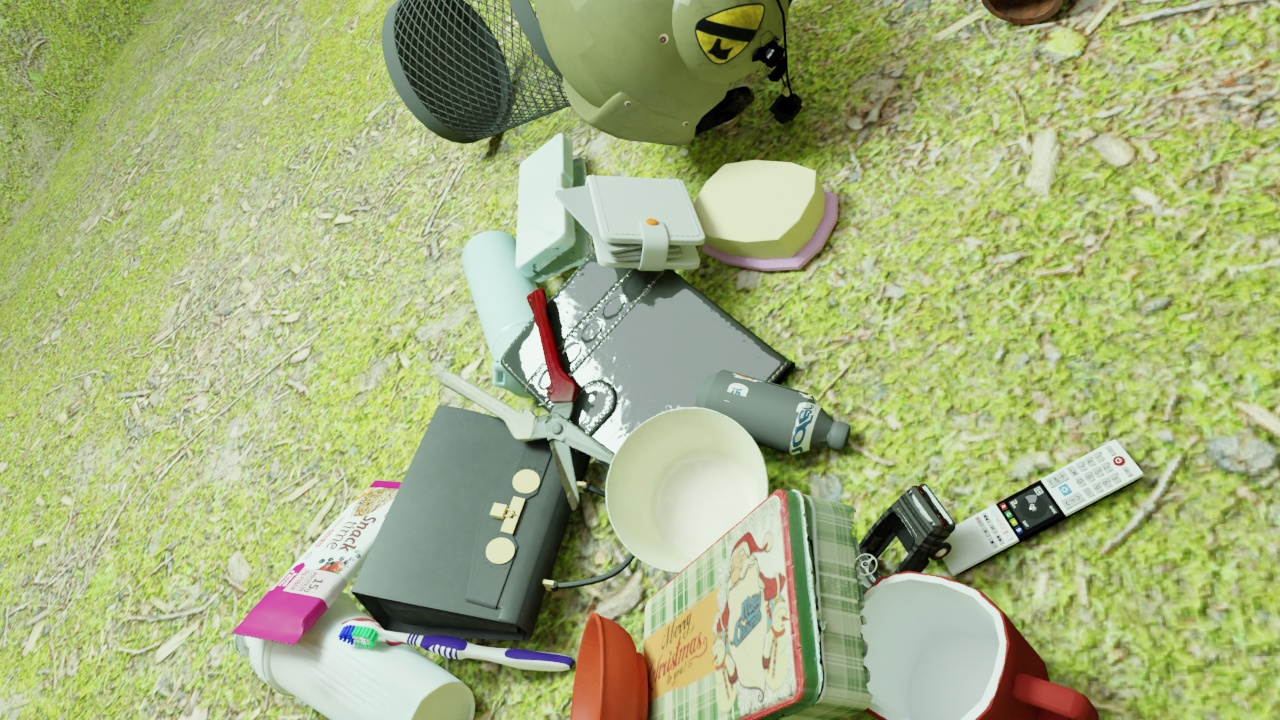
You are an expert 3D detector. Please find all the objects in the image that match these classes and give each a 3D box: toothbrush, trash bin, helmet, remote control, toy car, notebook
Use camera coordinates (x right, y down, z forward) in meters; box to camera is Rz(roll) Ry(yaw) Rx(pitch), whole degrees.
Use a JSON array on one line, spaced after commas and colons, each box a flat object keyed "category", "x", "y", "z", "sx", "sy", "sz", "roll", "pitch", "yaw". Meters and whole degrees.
[{"category": "toothbrush", "x": -0.143, "y": 0.220, "z": 0.700, "sx": 0.187, "sy": 0.015, "sz": 0.016, "roll": 6, "pitch": 35, "yaw": 10}, {"category": "trash bin", "x": -0.152, "y": -0.379, "z": 1.064, "sx": 0.228, "sy": 0.217, "sz": 0.217, "roll": -14, "pitch": 52, "yaw": 35}, {"category": "helmet", "x": 0.027, "y": -0.307, "z": 0.820, "sx": 0.233, "sy": 0.255, "sz": 0.250, "roll": -30, "pitch": 44, "yaw": 12}, {"category": "remote control", "x": 0.239, "y": 0.091, "z": 0.557, "sx": 0.124, "sy": 0.012, "sz": 0.028, "roll": -33, "pitch": 45, "yaw": 14}, {"category": "toy car", "x": 0.154, "y": 0.119, "z": 0.565, "sx": 0.092, "sy": 0.037, "sz": 0.040, "roll": -63, "pitch": 36, "yaw": 32}, {"category": "notebook", "x": -0.005, "y": 0.004, "z": 0.756, "sx": 0.169, "sy": 0.029, "sz": 0.209, "roll": -48, "pitch": 59, "yaw": -3}]

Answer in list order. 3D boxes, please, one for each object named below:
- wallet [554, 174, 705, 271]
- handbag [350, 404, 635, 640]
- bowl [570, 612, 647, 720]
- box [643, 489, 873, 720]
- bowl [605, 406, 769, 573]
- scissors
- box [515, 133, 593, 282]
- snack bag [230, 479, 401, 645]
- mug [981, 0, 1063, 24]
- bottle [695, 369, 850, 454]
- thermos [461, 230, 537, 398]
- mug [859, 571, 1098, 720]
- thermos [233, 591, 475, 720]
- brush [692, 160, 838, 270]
[{"category": "wallet", "x": -0.013, "y": -0.120, "z": 0.777, "sx": 0.115, "sy": 0.038, "sz": 0.118, "roll": 0, "pitch": 40, "yaw": -12}, {"category": "handbag", "x": -0.096, "y": 0.136, "z": 0.734, "sx": 0.196, "sy": 0.072, "sz": 0.175, "roll": 5, "pitch": 52, "yaw": 16}, {"category": "bowl", "x": -0.021, "y": 0.230, "z": 0.605, "sx": 0.035, "sy": 0.122, "sz": 0.121, "roll": 8, "pitch": 54, "yaw": -10}, {"category": "box", "x": 0.057, "y": 0.166, "z": 0.539, "sx": 0.206, "sy": 0.050, "sz": 0.117, "roll": 126, "pitch": 155, "yaw": -53}, {"category": "bowl", "x": 0.039, "y": 0.097, "z": 0.654, "sx": 0.115, "sy": 0.062, "sz": 0.115, "roll": -6, "pitch": 70, "yaw": 16}, {"category": "scissors", "x": -0.092, "y": 0.030, "z": 0.757, "sx": 0.179, "sy": 0.015, "sz": 0.198, "roll": -5, "pitch": 70, "yaw": 21}, {"category": "box", "x": -0.095, "y": -0.159, "z": 0.952, "sx": 0.083, "sy": 0.067, "sz": 0.198, "roll": -13, "pitch": 42, "yaw": 4}, {"category": "snack bag", "x": -0.261, "y": 0.166, "z": 0.795, "sx": 0.070, "sy": 0.016, "sz": 0.196, "roll": 1, "pitch": 32, "yaw": 26}, {"category": "mug", "x": 0.320, "y": -0.354, "z": 0.746, "sx": 0.082, "sy": 0.117, "sz": 0.111, "roll": 9, "pitch": 69, "yaw": 41}, {"category": "bottle", "x": 0.096, "y": 0.040, "z": 0.668, "sx": 0.112, "sy": 0.047, "sz": 0.047, "roll": 16, "pitch": 68, "yaw": 18}, {"category": "thermos", "x": -0.125, "y": -0.047, "z": 0.901, "sx": 0.077, "sy": 0.065, "sz": 0.206, "roll": -6, "pitch": 41, "yaw": -19}, {"category": "mug", "x": 0.178, "y": 0.171, "z": 0.484, "sx": 0.117, "sy": 0.096, "sz": 0.080, "roll": 8, "pitch": 65, "yaw": 41}, {"category": "thermos", "x": -0.233, "y": 0.255, "z": 0.754, "sx": 0.221, "sy": 0.099, "sz": 0.099, "roll": 14, "pitch": 69, "yaw": 37}, {"category": "brush", "x": 0.069, "y": -0.137, "z": 0.832, "sx": 0.229, "sy": 0.043, "sz": 0.089, "roll": 16, "pitch": 71, "yaw": 43}]
